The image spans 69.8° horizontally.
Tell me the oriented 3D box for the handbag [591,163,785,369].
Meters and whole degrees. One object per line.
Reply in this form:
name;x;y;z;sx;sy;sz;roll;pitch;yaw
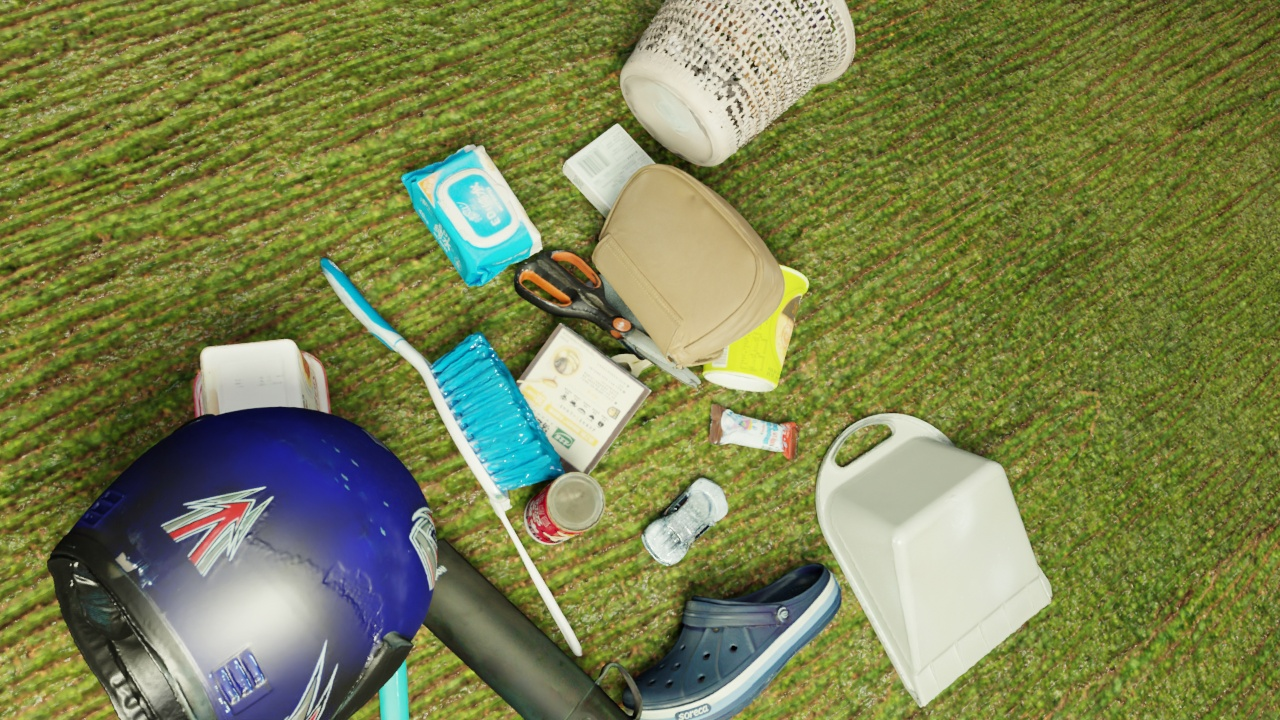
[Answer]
handbag;0.047;-0.095;0.922;0.148;0.099;0.204;-46;57;16

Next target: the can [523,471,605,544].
can;-0.074;0.141;0.856;0.053;0.133;0.053;5;73;-16

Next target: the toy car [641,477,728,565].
toy car;0.048;0.164;0.942;0.105;0.031;0.049;-41;89;-24

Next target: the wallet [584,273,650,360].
wallet;-0.002;-0.060;0.977;0.097;0.019;0.121;-37;61;-22

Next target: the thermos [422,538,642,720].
thermos;-0.107;0.258;0.828;0.242;0.069;0.089;40;64;7

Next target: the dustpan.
dustpan;0.311;0.196;1.024;0.222;0.143;0.258;-28;113;-22

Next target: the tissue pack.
tissue pack;-0.172;-0.151;0.951;0.089;0.063;0.140;-32;85;-22

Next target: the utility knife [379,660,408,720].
utility knife;-0.224;0.307;0.827;0.029;0.013;0.219;-3;72;-19

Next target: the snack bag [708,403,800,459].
snack bag;0.123;0.078;0.993;0.105;0.026;0.045;12;74;-11

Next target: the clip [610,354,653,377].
clip;-0.005;0.005;0.967;0.100;0.075;0.035;-27;83;-21

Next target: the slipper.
slipper;0.089;0.263;0.883;0.252;0.105;0.095;-29;91;-24

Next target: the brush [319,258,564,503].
brush;-0.195;0.001;0.878;0.109;0.060;0.314;-33;77;4

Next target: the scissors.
scissors;-0.021;-0.050;0.944;0.235;0.022;0.138;22;44;4

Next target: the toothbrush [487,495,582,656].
toothbrush;-0.100;0.206;0.894;0.016;0.016;0.180;-26;82;-26

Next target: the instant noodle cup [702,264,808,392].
instant noodle cup;0.116;-0.033;0.987;0.111;0.112;0.123;13;79;-13

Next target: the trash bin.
trash bin;0.091;-0.334;1.019;0.227;0.228;0.192;40;79;-2

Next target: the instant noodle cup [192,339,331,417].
instant noodle cup;-0.337;0.038;0.813;0.116;0.124;0.116;-7;76;-19

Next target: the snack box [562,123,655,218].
snack box;-0.005;-0.184;1.032;0.084;0.027;0.157;-42;89;-23

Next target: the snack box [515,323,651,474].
snack box;-0.070;0.045;0.913;0.113;0.053;0.125;37;92;0

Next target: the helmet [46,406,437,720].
helmet;-0.286;0.174;0.715;0.247;0.316;0.239;44;47;13
